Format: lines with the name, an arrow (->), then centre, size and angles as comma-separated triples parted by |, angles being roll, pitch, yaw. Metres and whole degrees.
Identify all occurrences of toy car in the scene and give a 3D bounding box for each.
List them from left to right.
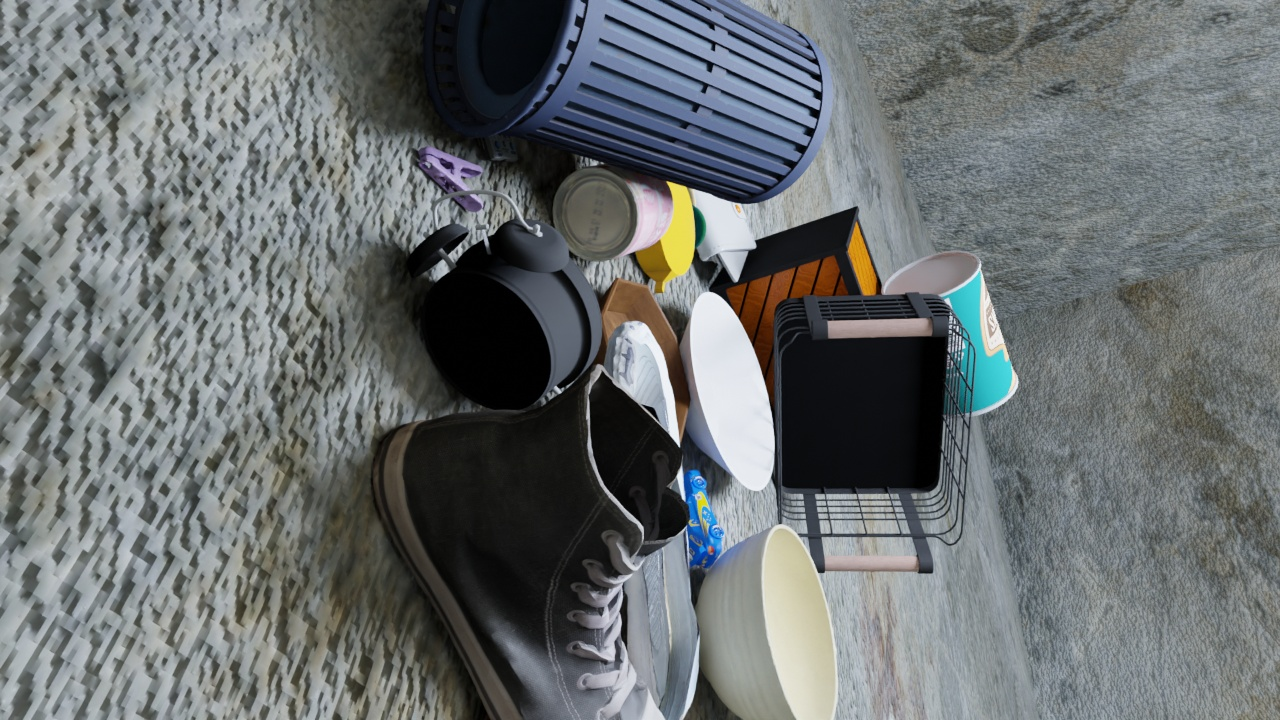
toy car -> 0.024, 0.124, 0.669 | 0.061, 0.033, 0.092 | 0, 49, -24

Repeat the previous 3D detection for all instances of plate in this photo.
plate -> -0.004, 0.004, 0.672 | 0.131, 0.025, 0.131 | 44, 38, -48
plate -> 0.066, 0.030, 0.793 | 0.174, 0.036, 0.173 | 44, 38, -48

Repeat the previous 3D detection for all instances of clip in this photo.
clip -> -0.110, -0.107, 0.533 | 0.050, 0.013, 0.029 | 25, 52, -56

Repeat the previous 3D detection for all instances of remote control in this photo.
remote control -> -0.108, -0.194, 0.588 | 0.033, 0.013, 0.136 | -25, 98, -66

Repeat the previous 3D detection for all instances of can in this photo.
can -> -0.018, -0.109, 0.663 | 0.076, 0.067, 0.067 | -35, 107, -64
can -> 0.323, -0.026, 0.957 | 0.144, 0.099, 0.099 | 63, 26, -23

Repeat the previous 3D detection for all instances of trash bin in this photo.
trash bin -> 0.007, -0.184, 0.586 | 0.249, 0.140, 0.139 | 5, 69, -45
trash bin -> 0.182, -0.042, 0.961 | 0.172, 0.140, 0.139 | 66, 25, -17

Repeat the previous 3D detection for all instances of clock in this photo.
clock -> -0.072, -0.029, 0.470 | 0.042, 0.091, 0.121 | -46, 131, -51
clock -> 0.024, -0.123, 0.784 | 0.099, 0.044, 0.129 | 66, 32, -41

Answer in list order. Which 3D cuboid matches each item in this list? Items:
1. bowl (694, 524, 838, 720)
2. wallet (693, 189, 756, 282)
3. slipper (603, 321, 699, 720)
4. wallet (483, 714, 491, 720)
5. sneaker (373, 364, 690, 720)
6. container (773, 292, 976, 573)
bowl -> 0.086, 0.203, 0.681 | 0.150, 0.075, 0.150 | 43, 38, -47
wallet -> 0.078, -0.131, 0.912 | 0.118, 0.038, 0.115 | -17, 83, -66
slipper -> -0.010, 0.109, 0.555 | 0.111, 0.063, 0.264 | -46, 130, -64
wallet -> -0.048, 0.225, 0.453 | 0.121, 0.013, 0.087 | 66, 25, -12
sneaker -> -0.018, 0.117, 0.443 | 0.235, 0.120, 0.095 | 65, 25, -10
container -> 0.206, 0.058, 0.836 | 0.130, 0.163, 0.241 | -74, 162, -68
